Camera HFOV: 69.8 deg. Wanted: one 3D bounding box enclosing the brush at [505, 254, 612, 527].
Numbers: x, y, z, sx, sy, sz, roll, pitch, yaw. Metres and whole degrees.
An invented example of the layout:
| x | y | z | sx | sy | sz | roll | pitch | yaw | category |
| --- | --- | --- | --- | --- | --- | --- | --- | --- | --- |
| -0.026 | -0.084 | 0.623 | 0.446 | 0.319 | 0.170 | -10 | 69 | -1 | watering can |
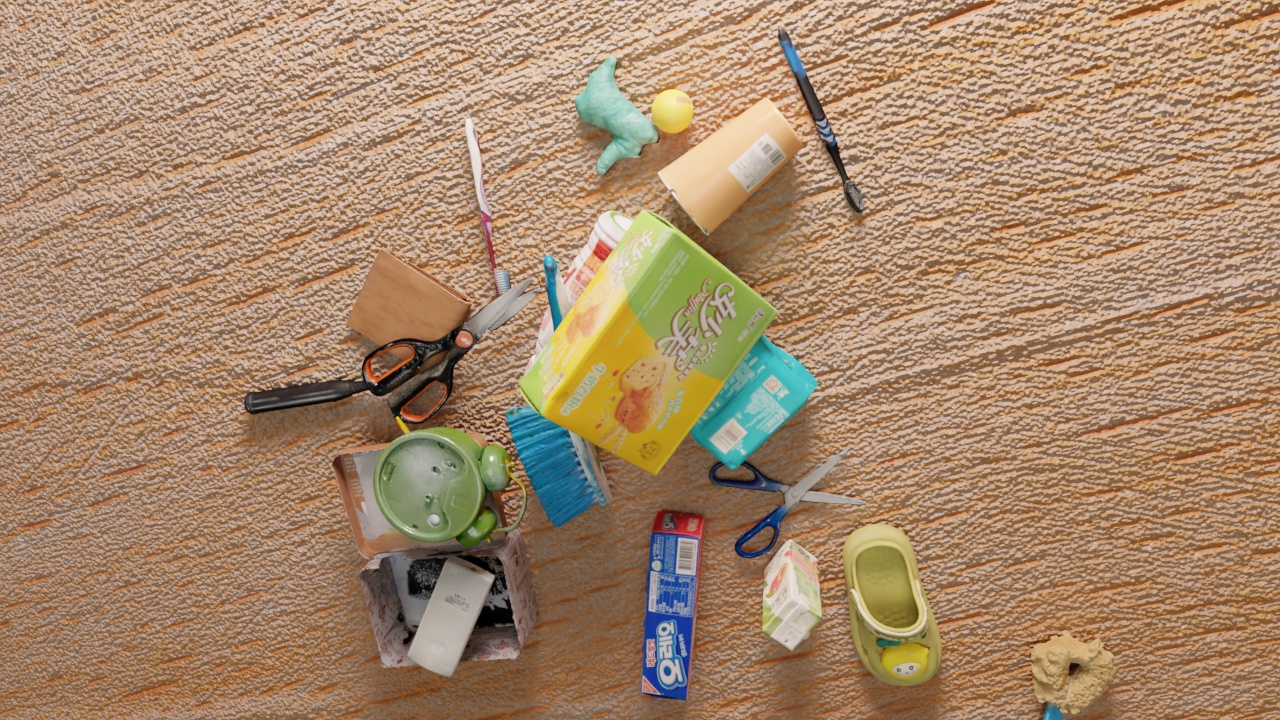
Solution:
| x | y | z | sx | sy | sz | roll | pitch | yaw | category |
| --- | --- | --- | --- | --- | --- | --- | --- | --- | --- |
| -0.089 | 0.041 | 0.934 | 0.109 | 0.060 | 0.315 | -16 | 124 | 6 | brush |

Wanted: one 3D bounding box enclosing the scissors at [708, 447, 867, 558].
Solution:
| x | y | z | sx | sy | sz | roll | pitch | yaw | category |
| --- | --- | --- | --- | --- | --- | --- | --- | --- | --- |
| 0.151 | 0.148 | 0.986 | 0.162 | 0.012 | 0.175 | 27 | 107 | 3 | scissors |

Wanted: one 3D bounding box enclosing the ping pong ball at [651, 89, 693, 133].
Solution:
| x | y | z | sx | sy | sz | roll | pitch | yaw | category |
| --- | --- | --- | --- | --- | --- | --- | --- | --- | --- |
| 0.031 | -0.238 | 0.877 | 0.040 | 0.040 | 0.040 | 3 | 107 | 8 | ping pong ball |

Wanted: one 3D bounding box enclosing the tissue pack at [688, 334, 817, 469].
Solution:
| x | y | z | sx | sy | sz | roll | pitch | yaw | category |
| --- | --- | --- | --- | --- | --- | --- | --- | --- | --- |
| 0.105 | 0.038 | 0.942 | 0.093 | 0.050 | 0.134 | 44 | 108 | -3 | tissue pack |

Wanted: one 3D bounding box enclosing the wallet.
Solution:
| x | y | z | sx | sy | sz | roll | pitch | yaw | category |
| --- | --- | --- | --- | --- | --- | --- | --- | --- | --- |
| -0.251 | -0.051 | 0.992 | 0.115 | 0.020 | 0.101 | 33 | 110 | 2 | wallet |

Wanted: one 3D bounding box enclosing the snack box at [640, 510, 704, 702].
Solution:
| x | y | z | sx | sy | sz | roll | pitch | yaw | category |
| --- | --- | --- | --- | --- | --- | --- | --- | --- | --- |
| 0.035 | 0.274 | 1.020 | 0.057 | 0.058 | 0.208 | 5 | 107 | 8 | snack box |

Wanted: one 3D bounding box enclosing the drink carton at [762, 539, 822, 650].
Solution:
| x | y | z | sx | sy | sz | roll | pitch | yaw | category |
| --- | --- | --- | --- | --- | --- | --- | --- | --- | --- |
| 0.159 | 0.244 | 0.957 | 0.045 | 0.122 | 0.054 | 35 | 108 | -4 | drink carton |

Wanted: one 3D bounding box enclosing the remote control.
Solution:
| x | y | z | sx | sy | sz | roll | pitch | yaw | category |
| --- | --- | --- | --- | --- | --- | --- | --- | --- | --- |
| -0.207 | 0.279 | 0.998 | 0.056 | 0.019 | 0.135 | 24 | 106 | 2 | remote control |

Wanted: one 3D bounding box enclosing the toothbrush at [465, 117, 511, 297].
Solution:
| x | y | z | sx | sy | sz | roll | pitch | yaw | category |
| --- | --- | --- | --- | --- | --- | --- | --- | --- | --- |
| -0.157 | -0.155 | 0.947 | 0.017 | 0.016 | 0.188 | -8 | 105 | 3 | toothbrush |

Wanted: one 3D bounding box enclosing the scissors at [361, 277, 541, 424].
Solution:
| x | y | z | sx | sy | sz | roll | pitch | yaw | category |
| --- | --- | --- | --- | --- | --- | --- | --- | --- | --- |
| -0.206 | -0.026 | 0.966 | 0.148 | 0.021 | 0.235 | 30 | 111 | -5 | scissors |

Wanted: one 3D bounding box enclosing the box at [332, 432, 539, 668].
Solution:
| x | y | z | sx | sy | sz | roll | pitch | yaw | category |
| --- | --- | --- | --- | --- | --- | --- | --- | --- | --- |
| -0.228 | 0.208 | 1.031 | 0.177 | 0.082 | 0.260 | -8 | 105 | 11 | box |

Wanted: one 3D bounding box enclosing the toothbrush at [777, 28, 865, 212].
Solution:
| x | y | z | sx | sy | sz | roll | pitch | yaw | category |
| --- | --- | --- | --- | --- | --- | --- | --- | --- | --- |
| 0.173 | -0.227 | 0.871 | 0.014 | 0.016 | 0.189 | -25 | 100 | 7 | toothbrush |

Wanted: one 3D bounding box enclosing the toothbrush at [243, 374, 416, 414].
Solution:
| x | y | z | sx | sy | sz | roll | pitch | yaw | category |
| --- | --- | --- | --- | --- | --- | --- | --- | --- | --- |
| -0.343 | 0.035 | 1.028 | 0.213 | 0.026 | 0.027 | -8 | 97 | 11 | toothbrush |

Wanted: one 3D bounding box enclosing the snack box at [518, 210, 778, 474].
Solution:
| x | y | z | sx | sy | sz | roll | pitch | yaw | category |
| --- | --- | --- | --- | --- | --- | --- | --- | --- | --- |
| 0.008 | -0.013 | 0.876 | 0.157 | 0.070 | 0.210 | 32 | 98 | -36 | snack box |

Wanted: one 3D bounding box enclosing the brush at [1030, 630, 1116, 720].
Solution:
| x | y | z | sx | sy | sz | roll | pitch | yaw | category |
| --- | --- | --- | --- | --- | --- | --- | --- | --- | --- |
| 0.444 | 0.405 | 1.007 | 0.083 | 0.045 | 0.255 | 10 | 112 | 2 | brush |

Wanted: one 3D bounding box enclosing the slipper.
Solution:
| x | y | z | sx | sy | sz | roll | pitch | yaw | category |
| --- | --- | --- | --- | --- | --- | --- | --- | --- | --- |
| 0.263 | 0.269 | 0.971 | 0.092 | 0.081 | 0.190 | -13 | 101 | 15 | slipper |

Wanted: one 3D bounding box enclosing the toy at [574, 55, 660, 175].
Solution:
| x | y | z | sx | sy | sz | roll | pitch | yaw | category |
| --- | --- | --- | --- | --- | --- | --- | --- | --- | --- |
| -0.026 | -0.232 | 0.895 | 0.092 | 0.030 | 0.097 | 42 | 114 | -2 | toy |

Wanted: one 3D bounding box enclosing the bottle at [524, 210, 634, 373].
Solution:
| x | y | z | sx | sy | sz | roll | pitch | yaw | category |
| --- | --- | --- | --- | --- | --- | --- | --- | --- | --- |
| -0.056 | -0.055 | 0.935 | 0.068 | 0.068 | 0.197 | 32 | 113 | -1 | bottle |

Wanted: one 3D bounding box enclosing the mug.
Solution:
| x | y | z | sx | sy | sz | roll | pitch | yaw | category |
| --- | --- | --- | --- | --- | --- | --- | --- | --- | --- |
| 0.088 | -0.186 | 0.868 | 0.123 | 0.078 | 0.078 | -38 | 97 | 13 | mug |

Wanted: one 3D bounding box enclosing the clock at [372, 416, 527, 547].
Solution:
| x | y | z | sx | sy | sz | roll | pitch | yaw | category |
| --- | --- | --- | --- | --- | --- | --- | --- | --- | --- |
| -0.195 | 0.129 | 0.946 | 0.161 | 0.056 | 0.116 | 20 | 104 | 6 | clock |
